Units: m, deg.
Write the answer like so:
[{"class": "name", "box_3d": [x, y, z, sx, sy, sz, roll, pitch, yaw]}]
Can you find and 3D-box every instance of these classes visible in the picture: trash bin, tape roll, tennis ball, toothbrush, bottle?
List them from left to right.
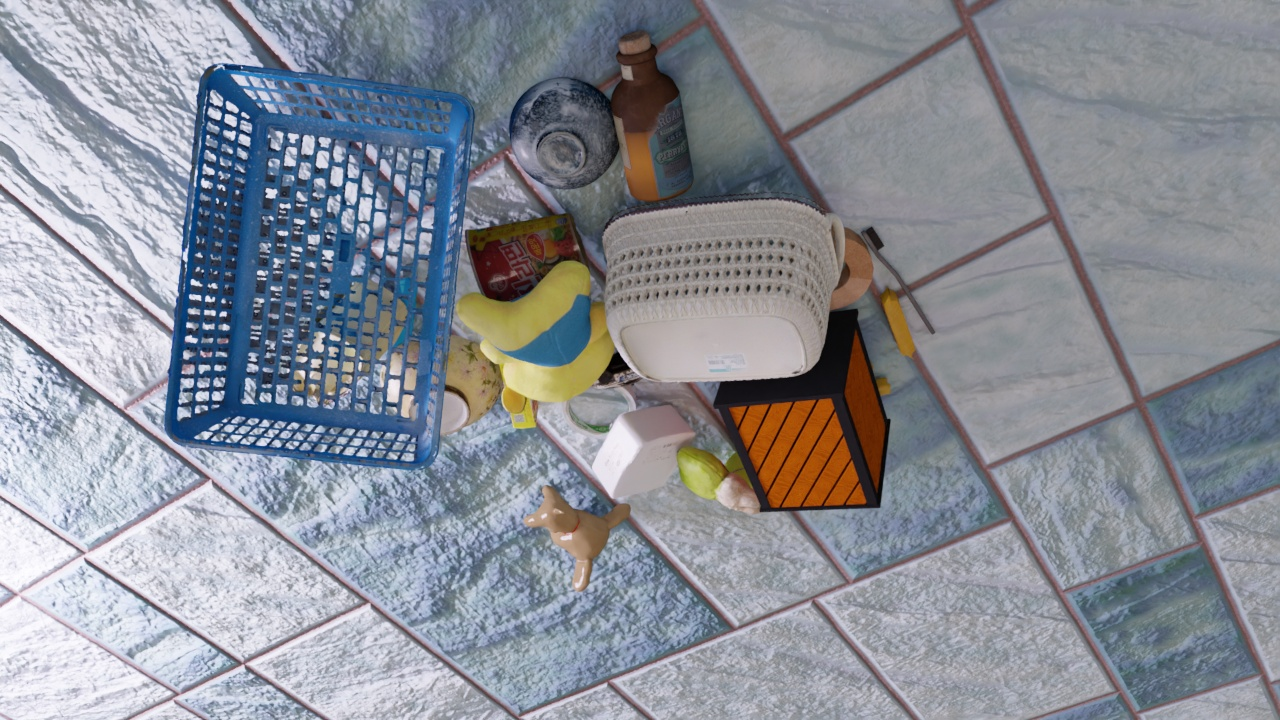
[{"class": "tape roll", "box_3d": [-0.051, 0.056, 1.140, 0.094, 0.018, 0.094, 1, 127, 1]}, {"class": "bottle", "box_3d": [0.008, -0.238, 0.892, 0.068, 0.067, 0.157, -8, 126, 7]}, {"class": "tennis ball", "box_3d": [0.139, 0.145, 1.173, 0.065, 0.065, 0.065, 0, 126, 0]}, {"class": "trash bin", "box_3d": [0.190, 0.060, 1.042, 0.140, 0.139, 0.172, -7, 128, 26]}, {"class": "tape roll", "box_3d": [0.208, -0.102, 1.014, 0.094, 0.027, 0.094, 1, 126, 1]}, {"class": "toothbrush", "box_3d": [0.293, -0.087, 1.033, 0.013, 0.012, 0.167, -34, 119, 14]}]

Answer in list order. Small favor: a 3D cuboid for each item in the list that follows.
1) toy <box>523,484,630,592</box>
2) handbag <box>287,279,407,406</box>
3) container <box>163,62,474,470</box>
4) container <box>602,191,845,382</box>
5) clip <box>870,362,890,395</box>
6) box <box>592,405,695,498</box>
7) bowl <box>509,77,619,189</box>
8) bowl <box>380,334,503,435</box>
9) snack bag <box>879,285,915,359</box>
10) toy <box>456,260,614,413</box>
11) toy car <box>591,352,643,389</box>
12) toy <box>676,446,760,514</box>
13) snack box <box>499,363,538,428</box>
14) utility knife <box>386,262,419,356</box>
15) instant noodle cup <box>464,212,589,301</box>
[{"class": "toy", "box_3d": [-0.092, 0.220, 1.219, 0.108, 0.134, 0.106, 41, 160, -25]}, {"class": "handbag", "box_3d": [-0.329, -0.017, 1.022, 0.081, 0.119, 0.111, 34, 124, -8]}, {"class": "container", "box_3d": [-0.304, -0.087, 0.902, 0.257, 0.089, 0.362, 7, 91, -3]}, {"class": "container", "box_3d": [0.080, -0.068, 0.940, 0.252, 0.143, 0.185, -2, 150, 18]}, {"class": "clip", "box_3d": [0.273, 0.025, 1.108, 0.054, 0.047, 0.046, -10, 150, 10]}, {"class": "box", "box_3d": [-0.005, 0.098, 1.141, 0.102, 0.095, 0.108, -9, 141, -41]}, {"class": "bowl", "box_3d": [-0.078, -0.217, 0.915, 0.114, 0.060, 0.114, 1, 126, 1]}, {"class": "bowl", "box_3d": [-0.239, 0.043, 1.097, 0.145, 0.063, 0.145, -3, 130, -4]}, {"class": "snack bag", "box_3d": [0.296, -0.042, 1.057, 0.020, 0.026, 0.099, -21, 124, 15]}, {"class": "toy", "box_3d": [-0.097, -0.015, 0.985, 0.149, 0.084, 0.214, -22, 153, -5]}, {"class": "toy car", "box_3d": [-0.006, 0.006, 1.083, 0.113, 0.048, 0.040, -18, 122, 14]}, {"class": "toy", "box_3d": [0.096, 0.149, 1.114, 0.118, 0.043, 0.092, 27, 156, 20]}, {"class": "snack box", "box_3d": [-0.148, 0.013, 1.096, 0.029, 0.040, 0.148, -4, 126, 3]}, {"class": "utility knife", "box_3d": [-0.277, -0.043, 1.073, 0.031, 0.015, 0.175, 11, 127, -11]}, {"class": "instant noodle cup", "box_3d": [-0.117, -0.109, 0.978, 0.112, 0.100, 0.100, -17, 124, 4]}]
